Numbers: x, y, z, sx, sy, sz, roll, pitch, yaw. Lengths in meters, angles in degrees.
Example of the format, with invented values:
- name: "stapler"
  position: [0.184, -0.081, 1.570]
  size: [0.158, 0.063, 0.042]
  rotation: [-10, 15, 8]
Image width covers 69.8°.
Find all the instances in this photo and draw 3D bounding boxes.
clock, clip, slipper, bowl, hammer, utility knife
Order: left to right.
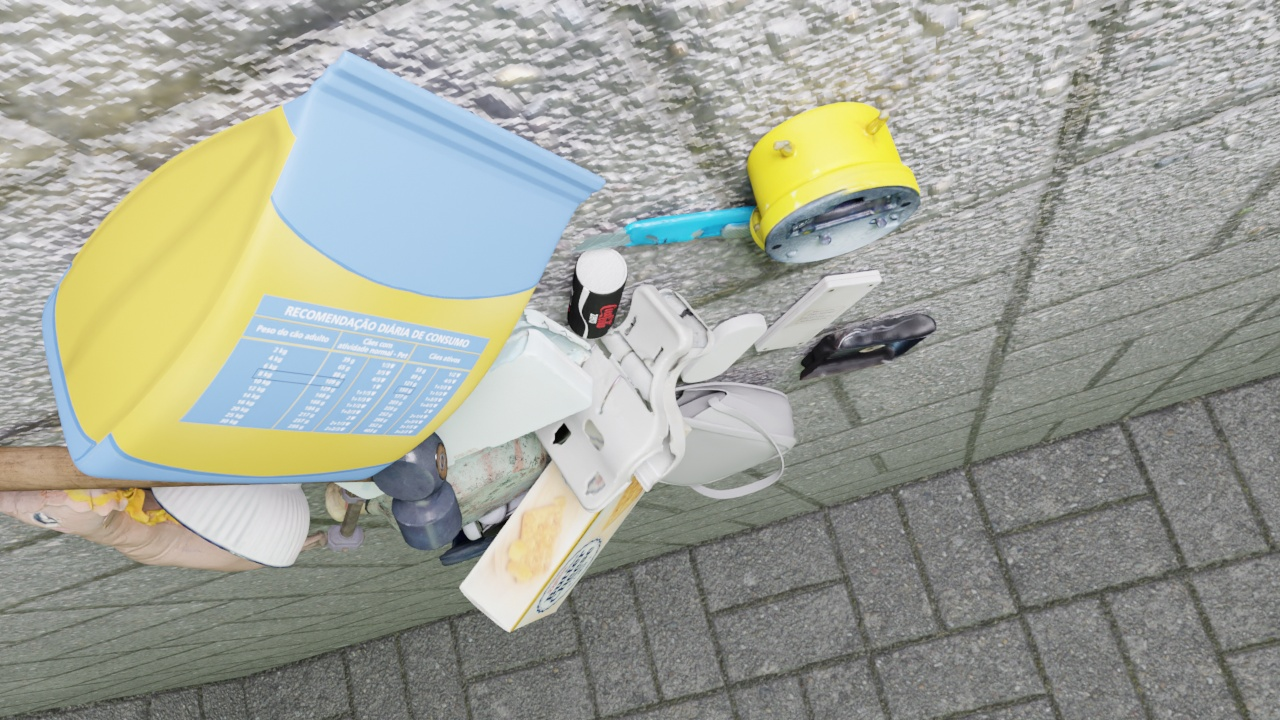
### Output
- name: "hammer"
  position: [-0.280, 0.065, 0.568]
  size: [0.322, 0.040, 0.129]
  rotation: [-2, 132, 5]
- name: "bowl"
  position: [-0.300, 0.100, 0.701]
  size: [0.062, 0.118, 0.118]
  rotation: [-57, 164, -7]
- name: "hammer"
  position: [-0.210, 0.076, 0.696]
  size: [0.146, 0.028, 0.318]
  rotation: [3, 145, -24]
- name: "bowl"
  position: [-0.133, 0.095, 0.716]
  size: [0.157, 0.038, 0.157]
  rotation: [-29, 166, -8]
- name: "clock"
  position: [-0.116, 0.128, 0.834]
  size: [0.122, 0.035, 0.095]
  rotation: [-17, 164, -37]
- name: "slipper"
  position: [-0.129, 0.145, 1.028]
  size: [0.101, 0.082, 0.262]
  rotation: [-29, 178, 44]
- name: "clip"
  position: [-0.008, 0.018, 0.651]
  size: [0.152, 0.126, 0.096]
  rotation: [-44, 152, 9]
- name: "utility knife"
  position: [0.046, -0.080, 0.544]
  size: [0.178, 0.015, 0.031]
  rotation: [-9, 158, -15]
- name: "clock"
  position: [0.099, -0.087, 0.490]
  size: [0.083, 0.057, 0.119]
  rotation: [-16, 163, 2]

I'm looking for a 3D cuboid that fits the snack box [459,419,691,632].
- name: "snack box"
  position: [-0.050, 0.120, 0.757]
  size: [0.208, 0.057, 0.104]
  rotation: [-54, 164, 6]

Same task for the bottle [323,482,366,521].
- name: "bottle"
  position: [-0.252, 0.124, 0.895]
  size: [0.109, 0.044, 0.044]
  rotation: [-18, 163, 10]

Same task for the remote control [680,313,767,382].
- name: "remote control"
  position: [0.070, -0.009, 0.796]
  size: [0.043, 0.013, 0.137]
  rotation: [-9, 162, -20]

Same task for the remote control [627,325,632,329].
- name: "remote control"
  position: [-0.005, 0.004, 0.752]
  size: [0.049, 0.024, 0.144]
  rotation: [-8, 162, -24]

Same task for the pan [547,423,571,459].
- name: "pan"
  position: [-0.115, 0.089, 0.877]
  size: [0.188, 0.055, 0.356]
  rotation: [-21, 163, 18]

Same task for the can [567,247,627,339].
- name: "can"
  position: [-0.028, -0.040, 0.574]
  size: [0.031, 0.031, 0.081]
  rotation: [-12, 163, -12]

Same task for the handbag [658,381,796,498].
- name: "handbag"
  position: [0.030, 0.082, 0.941]
  size: [0.222, 0.095, 0.216]
  rotation: [13, 149, -41]

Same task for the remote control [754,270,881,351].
- name: "remote control"
  position: [0.144, -0.040, 0.764]
  size: [0.050, 0.011, 0.136]
  rotation: [-8, 162, -21]

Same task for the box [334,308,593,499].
- name: "box"
  position: [-0.127, 0.032, 0.582]
  size: [0.199, 0.066, 0.083]
  rotation: [-25, 161, 26]

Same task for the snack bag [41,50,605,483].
- name: "snack bag"
  position: [-0.132, -0.035, 0.404]
  size: [0.206, 0.102, 0.158]
  rotation: [-37, 156, 23]

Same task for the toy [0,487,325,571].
- name: "toy"
  position: [-0.379, 0.130, 0.753]
  size: [0.196, 0.065, 0.265]
  rotation: [-2, 160, -10]

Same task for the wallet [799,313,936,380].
- name: "wallet"
  position: [0.216, -0.013, 0.887]
  size: [0.115, 0.026, 0.089]
  rotation: [-11, 163, -16]
